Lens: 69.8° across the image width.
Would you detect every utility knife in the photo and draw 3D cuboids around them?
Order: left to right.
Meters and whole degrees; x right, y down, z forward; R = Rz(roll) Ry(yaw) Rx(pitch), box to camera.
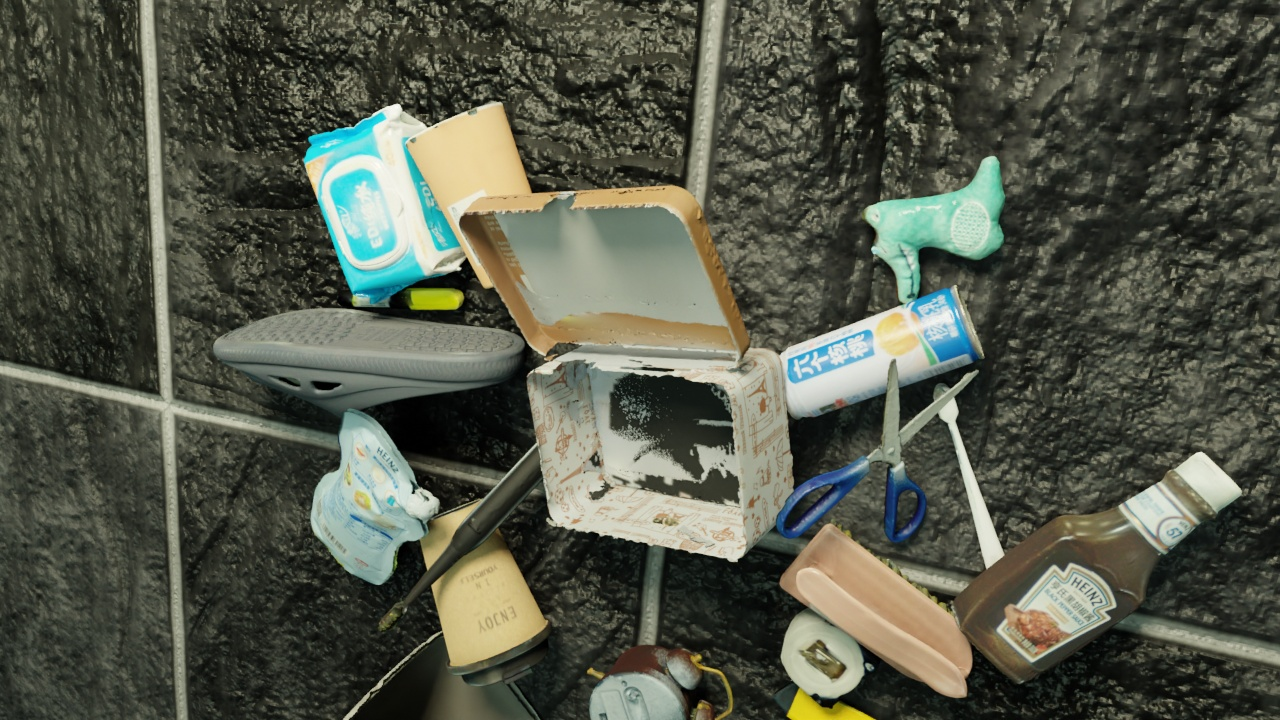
[{"bbox_3d":[0.176,0.296,0.722,0.154,0.015,0.033,26,79,11],"label":"utility knife"}]

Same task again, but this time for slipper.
[{"bbox_3d":[-0.222,0.013,0.742,0.268,0.110,0.083,4,107,14],"label":"slipper"}]

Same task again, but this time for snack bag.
[{"bbox_3d":[-0.226,0.119,0.765,0.110,0.038,0.192,55,139,10],"label":"snack bag"}]

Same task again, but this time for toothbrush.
[{"bbox_3d":[-0.131,0.133,0.727,0.026,0.027,0.212,43,82,1],"label":"toothbrush"},{"bbox_3d":[0.240,0.100,0.656,0.016,0.016,0.180,-17,100,19],"label":"toothbrush"}]

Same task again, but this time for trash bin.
[{"bbox_3d":[-0.216,0.388,0.793,0.220,0.198,0.199,-38,90,28],"label":"trash bin"}]

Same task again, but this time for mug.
[{"bbox_3d":[-0.115,-0.121,0.691,0.078,0.078,0.123,-19,101,22],"label":"mug"}]

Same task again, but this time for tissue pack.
[{"bbox_3d":[-0.202,-0.121,0.724,0.090,0.063,0.140,-14,99,21],"label":"tissue pack"}]

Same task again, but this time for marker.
[{"bbox_3d":[-0.203,-0.052,0.768,0.124,0.015,0.018,2,120,21],"label":"marker"}]

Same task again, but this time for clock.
[{"bbox_3d":[0.016,0.279,0.754,0.122,0.055,0.082,-14,98,20],"label":"clock"}]

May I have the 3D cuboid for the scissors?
[{"bbox_3d":[0.165,0.072,0.628,0.176,0.012,0.162,-35,128,1],"label":"scissors"}]

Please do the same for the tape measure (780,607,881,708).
[{"bbox_3d":[0.143,0.226,0.709,0.066,0.033,0.066,40,111,5],"label":"tape measure"}]

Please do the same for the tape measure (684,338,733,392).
[{"bbox_3d":[0.055,0.006,0.686,0.057,0.028,0.060,-24,93,22],"label":"tape measure"}]

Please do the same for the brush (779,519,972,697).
[{"bbox_3d":[0.176,0.185,0.667,0.145,0.073,0.063,37,111,5],"label":"brush"}]

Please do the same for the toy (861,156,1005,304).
[{"bbox_3d":[0.197,-0.085,0.617,0.092,0.030,0.096,-1,111,24],"label":"toy"}]

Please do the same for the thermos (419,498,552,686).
[{"bbox_3d":[-0.135,0.193,0.770,0.093,0.093,0.143,-21,89,22],"label":"thermos"}]

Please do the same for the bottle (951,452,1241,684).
[{"bbox_3d":[0.308,0.137,0.620,0.080,0.044,0.195,43,108,-7],"label":"bottle"}]

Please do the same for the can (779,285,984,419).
[{"bbox_3d":[0.162,-0.003,0.635,0.135,0.053,0.053,-22,96,22],"label":"can"}]

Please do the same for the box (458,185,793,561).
[{"bbox_3d":[-0.004,0.004,0.629,0.178,0.106,0.272,4,123,35],"label":"box"}]
